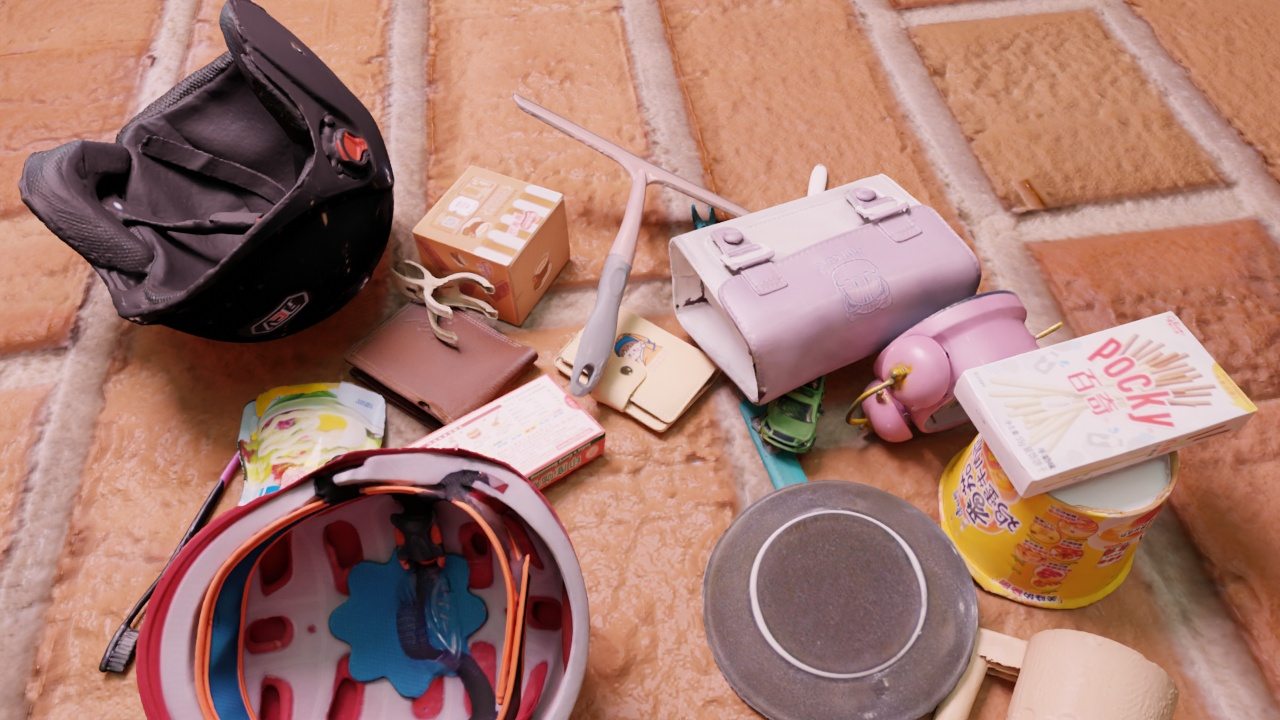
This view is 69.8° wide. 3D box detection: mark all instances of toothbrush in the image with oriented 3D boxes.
[{"bbox_3d":[0.154,-0.121,0.834,0.016,0.016,0.179,12,54,7],"label":"toothbrush"},{"bbox_3d":[-0.324,0.133,0.655,0.018,0.014,0.188,18,54,2],"label":"toothbrush"}]

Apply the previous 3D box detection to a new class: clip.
[{"bbox_3d":[-0.155,-0.057,0.755,0.092,0.035,0.103,-19,42,-19],"label":"clip"},{"bbox_3d":[0.059,-0.124,0.841,0.043,0.014,0.056,-4,51,-2],"label":"clip"}]

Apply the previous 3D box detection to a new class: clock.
[{"bbox_3d":[0.221,0.010,0.673,0.158,0.117,0.059,-16,65,-13],"label":"clock"}]

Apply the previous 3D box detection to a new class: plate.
[{"bbox_3d":[0.128,0.154,0.604,0.179,0.024,0.179,-6,54,8],"label":"plate"}]

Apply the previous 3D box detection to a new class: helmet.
[{"bbox_3d":[-0.145,0.159,0.544,0.240,0.144,0.207,-5,81,2],"label":"helmet"},{"bbox_3d":[-0.307,-0.127,0.720,0.234,0.230,0.274,-30,55,16],"label":"helmet"}]

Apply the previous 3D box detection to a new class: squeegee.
[{"bbox_3d":[-0.017,-0.083,0.744,0.247,0.040,0.249,23,60,-17],"label":"squeegee"}]

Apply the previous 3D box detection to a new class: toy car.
[{"bbox_3d":[0.119,0.031,0.698,0.043,0.036,0.091,22,47,2],"label":"toy car"}]

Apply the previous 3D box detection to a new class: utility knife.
[{"bbox_3d":[0.098,0.060,0.699,0.029,0.013,0.216,-13,53,-12],"label":"utility knife"}]

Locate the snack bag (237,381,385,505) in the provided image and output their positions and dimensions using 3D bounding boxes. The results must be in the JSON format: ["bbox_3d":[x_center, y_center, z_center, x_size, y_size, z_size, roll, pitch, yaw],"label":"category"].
[{"bbox_3d":[-0.245,0.103,0.663,0.110,0.039,0.190,2,53,-11],"label":"snack bag"}]

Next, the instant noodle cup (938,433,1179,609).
[{"bbox_3d":[0.283,0.082,0.618,0.138,0.110,0.137,-1,54,1],"label":"instant noodle cup"}]

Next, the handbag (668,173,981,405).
[{"bbox_3d":[0.138,-0.061,0.704,0.196,0.099,0.145,-20,45,-15],"label":"handbag"}]

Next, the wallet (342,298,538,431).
[{"bbox_3d":[-0.160,0.000,0.742,0.124,0.032,0.101,29,56,21],"label":"wallet"}]

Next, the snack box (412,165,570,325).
[{"bbox_3d":[-0.125,-0.099,0.786,0.094,0.077,0.092,20,55,16],"label":"snack box"}]

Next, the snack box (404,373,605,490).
[{"bbox_3d":[-0.110,0.072,0.673,0.155,0.027,0.077,-28,52,-27],"label":"snack box"}]

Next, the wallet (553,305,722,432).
[{"bbox_3d":[-0.004,0.004,0.739,0.115,0.024,0.087,31,61,21],"label":"wallet"}]

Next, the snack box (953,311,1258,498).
[{"bbox_3d":[0.288,0.025,0.575,0.156,0.027,0.084,-16,54,-9],"label":"snack box"}]

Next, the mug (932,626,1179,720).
[{"bbox_3d":[0.236,0.220,0.541,0.125,0.084,0.103,8,50,39],"label":"mug"}]
